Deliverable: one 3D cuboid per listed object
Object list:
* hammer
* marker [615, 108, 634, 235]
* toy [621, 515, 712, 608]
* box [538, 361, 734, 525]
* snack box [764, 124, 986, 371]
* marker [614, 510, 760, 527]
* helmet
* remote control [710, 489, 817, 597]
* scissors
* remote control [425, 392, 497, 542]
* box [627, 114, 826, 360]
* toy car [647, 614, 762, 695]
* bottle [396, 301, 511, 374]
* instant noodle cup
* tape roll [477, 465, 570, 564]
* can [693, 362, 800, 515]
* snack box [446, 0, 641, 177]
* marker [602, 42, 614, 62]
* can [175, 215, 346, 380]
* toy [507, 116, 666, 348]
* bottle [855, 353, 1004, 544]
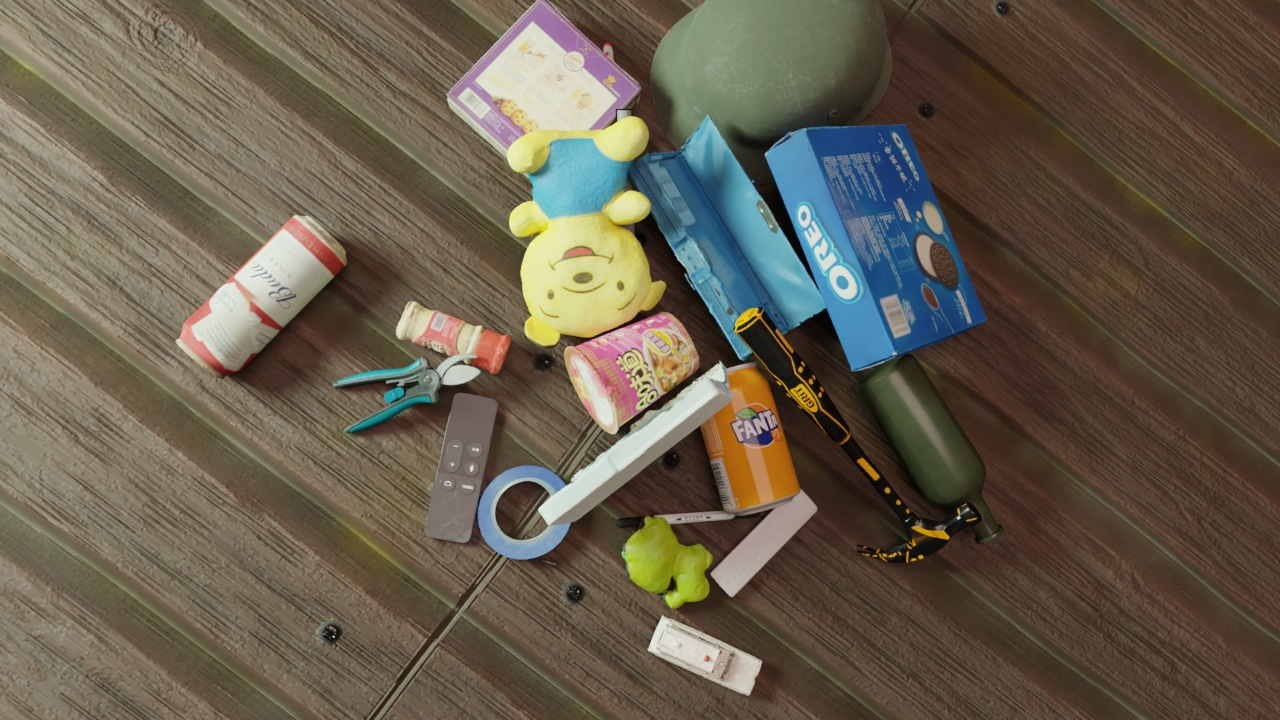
[{"bbox_3d":[0.197,0.077,0.908,0.123,0.036,0.320,-35,103,25],"label":"hammer"},{"bbox_3d":[-0.015,-0.188,0.951,0.016,0.016,0.140,-4,105,-9],"label":"marker"},{"bbox_3d":[0.026,0.202,0.917,0.093,0.036,0.094,2,91,-12],"label":"toy"},{"bbox_3d":[0.001,0.077,0.849,0.197,0.136,0.049,-38,92,11],"label":"box"},{"bbox_3d":[0.246,-0.124,0.939,0.195,0.056,0.238,-16,82,-43],"label":"snack box"},{"bbox_3d":[0.049,0.161,0.938,0.152,0.011,0.011,-3,82,-9],"label":"marker"},{"bbox_3d":[0.154,-0.322,0.951,0.267,0.154,0.227,-22,85,-11],"label":"helmet"},{"bbox_3d":[0.127,0.186,0.945,0.130,0.012,0.033,-43,92,-12],"label":"remote control"},{"bbox_3d":[-0.235,0.029,0.900,0.128,0.019,0.153,30,89,8],"label":"scissors"},{"bbox_3d":[-0.178,0.106,0.914,0.045,0.008,0.146,11,80,-6],"label":"remote control"},{"bbox_3d":[0.095,-0.128,0.929,0.094,0.102,0.231,-26,84,-53],"label":"box"},{"bbox_3d":[0.066,0.293,0.907,0.113,0.039,0.039,25,79,-4],"label":"toy car"},{"bbox_3d":[-0.186,-0.023,0.915,0.109,0.044,0.044,20,79,-5],"label":"bottle"},{"bbox_3d":[-0.005,0.005,0.916,0.108,0.098,0.097,-29,87,-19],"label":"instant noodle cup"},{"bbox_3d":[-0.114,0.151,0.913,0.091,0.016,0.093,16,80,-6],"label":"tape roll"},{"bbox_3d":[0.105,0.079,0.923,0.079,0.079,0.142,-15,84,-10],"label":"can"},{"bbox_3d":[-0.099,-0.274,0.957,0.143,0.040,0.148,43,85,0],"label":"snack box"},{"bbox_3d":[-0.026,-0.275,0.990,0.012,0.013,0.142,-7,83,-9],"label":"marker"},{"bbox_3d":[-0.362,-0.062,0.883,0.067,0.067,0.170,42,79,-1],"label":"can"},{"bbox_3d":[-0.054,-0.126,0.911,0.149,0.083,0.214,-4,105,8],"label":"toy"},{"bbox_3d":[0.307,0.095,0.955,0.071,0.071,0.207,-32,87,-12],"label":"bottle"}]
